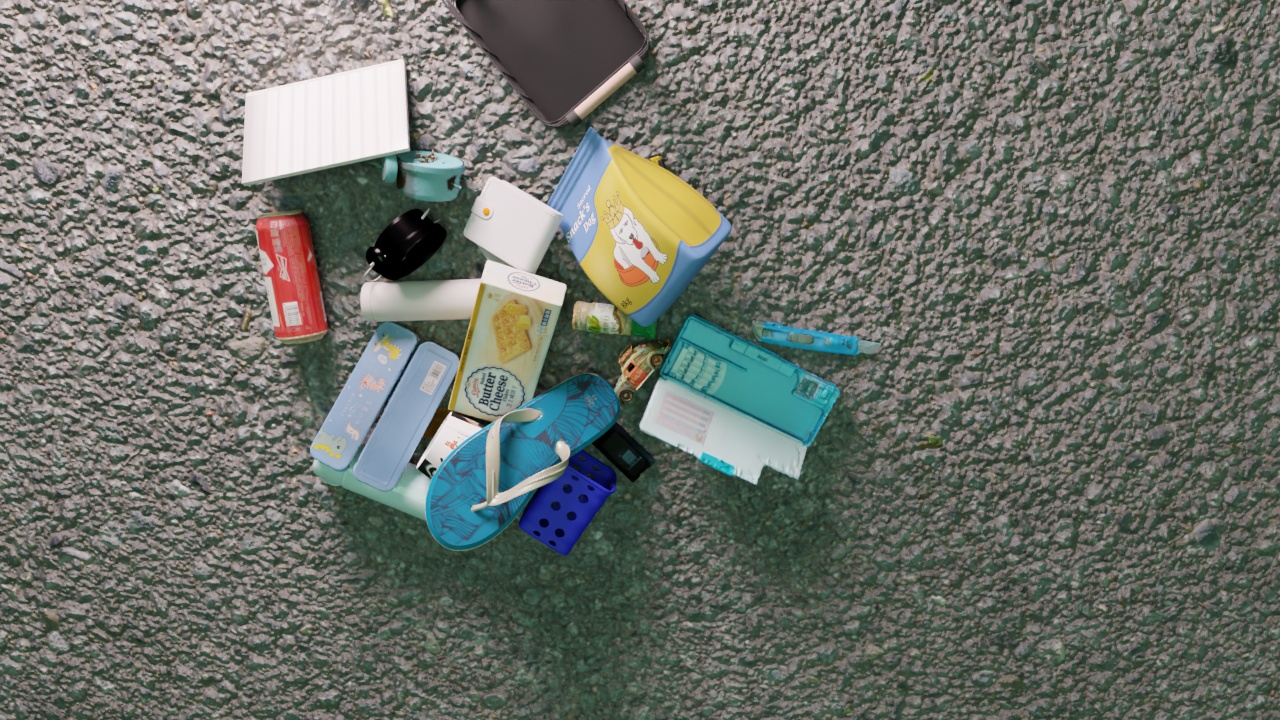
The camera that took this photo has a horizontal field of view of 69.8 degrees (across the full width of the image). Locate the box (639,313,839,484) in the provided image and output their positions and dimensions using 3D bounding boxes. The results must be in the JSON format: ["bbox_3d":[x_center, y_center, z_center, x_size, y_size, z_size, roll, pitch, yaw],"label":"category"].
[{"bbox_3d":[0.128,0.062,1.217,0.227,0.072,0.181,26,80,-4],"label":"box"}]

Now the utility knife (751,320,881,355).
[{"bbox_3d":[0.233,-0.028,1.222,0.175,0.015,0.031,7,107,-1],"label":"utility knife"}]

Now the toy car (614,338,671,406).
[{"bbox_3d":[-0.007,0.007,1.219,0.047,0.047,0.112,38,101,-9],"label":"toy car"}]

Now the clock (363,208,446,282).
[{"bbox_3d":[-0.305,-0.142,1.171,0.120,0.091,0.042,-44,88,-2],"label":"clock"}]

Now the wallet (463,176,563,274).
[{"bbox_3d":[-0.170,-0.160,1.171,0.118,0.037,0.115,32,102,20],"label":"wallet"}]

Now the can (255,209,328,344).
[{"bbox_3d":[-0.454,-0.109,1.194,0.067,0.067,0.170,-5,103,2],"label":"can"}]

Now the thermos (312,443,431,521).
[{"bbox_3d":[-0.342,0.164,1.254,0.207,0.065,0.078,23,119,-4],"label":"thermos"}]

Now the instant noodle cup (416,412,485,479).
[{"bbox_3d":[-0.219,0.135,1.209,0.121,0.123,0.124,32,101,-11],"label":"instant noodle cup"}]

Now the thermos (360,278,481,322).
[{"bbox_3d":[-0.249,-0.080,1.203,0.224,0.052,0.052,-2,102,2],"label":"thermos"}]

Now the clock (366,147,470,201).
[{"bbox_3d":[-0.281,-0.237,1.152,0.124,0.090,0.053,10,113,-1],"label":"clock"}]

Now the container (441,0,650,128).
[{"bbox_3d":[-0.110,-0.405,1.086,0.163,0.130,0.241,-39,99,9],"label":"container"}]

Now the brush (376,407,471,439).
[{"bbox_3d":[-0.296,0.086,1.259,0.126,0.017,0.048,4,103,1],"label":"brush"}]

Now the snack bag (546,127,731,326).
[{"bbox_3d":[-0.015,-0.166,1.125,0.205,0.102,0.159,42,139,2],"label":"snack bag"}]

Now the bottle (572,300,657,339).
[{"bbox_3d":[-0.033,-0.054,1.208,0.111,0.043,0.043,7,103,0],"label":"bottle"}]

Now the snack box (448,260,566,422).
[{"bbox_3d":[-0.174,-0.016,1.176,0.104,0.057,0.208,17,123,-8],"label":"snack box"}]

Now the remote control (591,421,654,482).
[{"bbox_3d":[-0.047,0.103,1.254,0.150,0.022,0.047,44,100,-8],"label":"remote control"}]

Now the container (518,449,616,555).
[{"bbox_3d":[-0.098,0.188,1.243,0.084,0.085,0.114,33,102,-5],"label":"container"}]

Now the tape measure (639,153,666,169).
[{"bbox_3d":[-0.002,-0.238,1.156,0.067,0.062,0.038,-17,101,6],"label":"tape measure"}]

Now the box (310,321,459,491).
[{"bbox_3d":[-0.337,0.060,1.213,0.127,0.034,0.209,28,80,-5],"label":"box"}]

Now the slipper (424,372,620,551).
[{"bbox_3d":[-0.147,0.113,1.144,0.294,0.060,0.118,-38,81,-19],"label":"slipper"}]

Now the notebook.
[{"bbox_3d":[-0.391,-0.297,1.139,0.210,0.009,0.142,-11,65,4],"label":"notebook"}]
